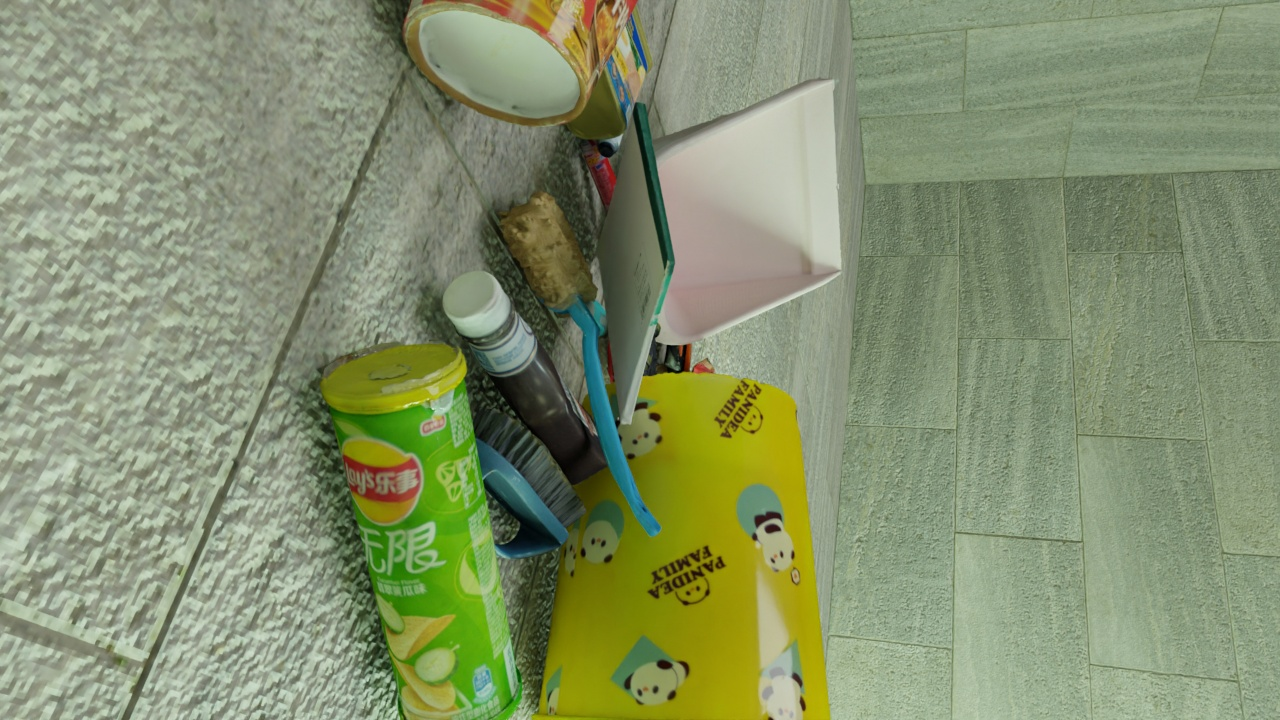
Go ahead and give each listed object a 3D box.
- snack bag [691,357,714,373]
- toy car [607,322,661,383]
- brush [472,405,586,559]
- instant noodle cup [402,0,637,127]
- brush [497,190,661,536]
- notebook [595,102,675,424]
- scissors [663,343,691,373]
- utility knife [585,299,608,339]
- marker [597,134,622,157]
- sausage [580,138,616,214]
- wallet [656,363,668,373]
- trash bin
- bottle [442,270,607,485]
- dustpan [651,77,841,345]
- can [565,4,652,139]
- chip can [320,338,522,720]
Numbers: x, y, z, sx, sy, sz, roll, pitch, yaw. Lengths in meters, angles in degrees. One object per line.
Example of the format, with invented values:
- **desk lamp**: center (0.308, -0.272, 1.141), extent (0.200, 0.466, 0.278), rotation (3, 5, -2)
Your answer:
- **snack bag**: center (0.078, 0.062, 1.003), extent (0.207, 0.073, 0.128), rotation (1, 85, -80)
- **toy car**: center (-0.005, 0.005, 0.851), extent (0.121, 0.045, 0.052), rotation (84, 19, -46)
- **brush**: center (-0.086, 0.091, 0.606), extent (0.073, 0.055, 0.144), rotation (-54, 149, -19)
- **instant noodle cup**: center (-0.069, -0.210, 0.528), extent (0.138, 0.138, 0.108), rotation (51, 53, -63)
- **brush**: center (-0.037, -0.001, 0.627), extent (0.083, 0.046, 0.254), rotation (27, 43, -81)
- **notebook**: center (-0.007, -0.078, 0.689), extent (0.208, 0.012, 0.151), rotation (-98, -161, -46)
- **scissors**: center (0.049, -0.065, 1.045), extent (0.234, 0.022, 0.125), rotation (-73, 158, -56)
- **utility knife**: center (-0.054, -0.050, 0.749), extent (0.171, 0.013, 0.029), rotation (38, 57, -68)
- **marker**: center (-0.017, -0.221, 0.792), extent (0.022, 0.018, 0.130), rotation (49, 39, -34)
- **sausage**: center (-0.020, -0.129, 0.797), extent (0.020, 0.020, 0.156), rotation (-61, 135, -54)
- **wallet**: center (0.027, 0.059, 0.997), extent (0.101, 0.020, 0.115), rotation (-13, 101, -70)
- **trash bin**: center (0.037, 0.158, 0.733), extent (0.229, 0.230, 0.254), rotation (49, 40, -63)
- **bottle**: center (-0.074, 0.012, 0.609), extent (0.080, 0.044, 0.195), rotation (57, -4, 36)
- **dustpan**: center (0.095, -0.128, 0.900), extent (0.138, 0.273, 0.223), rotation (-107, -177, -60)
- **can**: center (-0.035, -0.240, 0.729), extent (0.102, 0.057, 0.083), rotation (66, 33, -51)
- **chip can**: center (-0.112, 0.103, 0.493), extent (0.072, 0.073, 0.221), rotation (-50, 137, -62)
